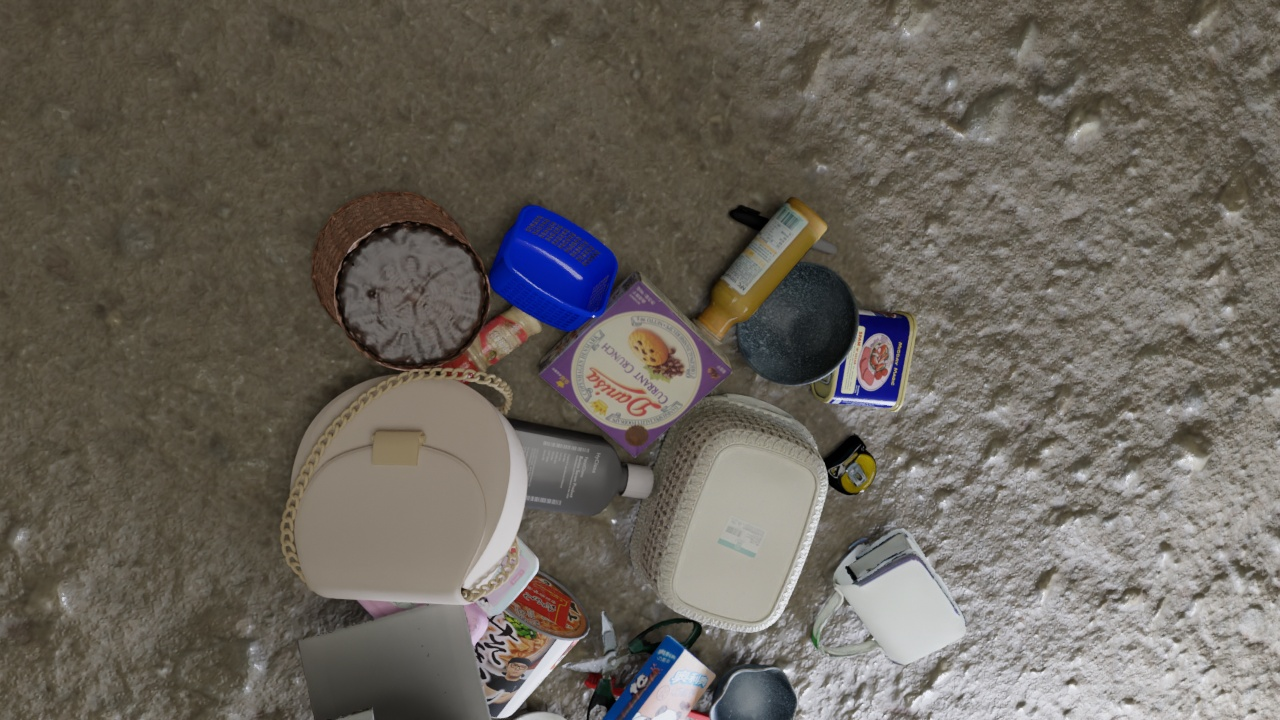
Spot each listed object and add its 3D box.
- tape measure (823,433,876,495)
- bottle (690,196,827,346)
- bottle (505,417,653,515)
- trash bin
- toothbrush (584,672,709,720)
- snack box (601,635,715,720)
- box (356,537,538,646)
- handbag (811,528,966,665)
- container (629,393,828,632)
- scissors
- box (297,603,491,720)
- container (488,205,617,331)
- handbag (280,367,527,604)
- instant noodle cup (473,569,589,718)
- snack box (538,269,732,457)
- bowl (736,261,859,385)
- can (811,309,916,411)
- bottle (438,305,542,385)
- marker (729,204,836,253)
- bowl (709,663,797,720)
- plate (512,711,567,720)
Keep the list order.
[{"bbox_3d":[0.250,0.129,1.088,0.061,0.034,0.061,-42,112,-5],"label":"tape measure"},{"bbox_3d":[0.120,-0.088,0.985,0.053,0.053,0.186,38,98,-21],"label":"bottle"},{"bbox_3d":[-0.072,0.118,0.978,0.173,0.046,0.084,11,97,-19],"label":"bottle"},{"bbox_3d":[-0.213,-0.073,0.807,0.151,0.210,0.151,-3,101,-17],"label":"trash bin"},{"bbox_3d":[0.030,0.403,1.086,0.212,0.012,0.018,24,89,-20],"label":"toothbrush"},{"bbox_3d":[0.013,0.394,1.036,0.151,0.034,0.087,-50,134,-11],"label":"snack box"},{"bbox_3d":[-0.217,0.189,0.902,0.201,0.038,0.152,40,90,12],"label":"box"},{"bbox_3d":[0.287,0.303,1.127,0.176,0.074,0.151,-34,109,11],"label":"handbag"},{"bbox_3d":[0.099,0.168,0.991,0.184,0.143,0.246,17,95,-7],"label":"container"},{"bbox_3d":[-0.003,0.342,1.032,0.202,0.015,0.202,-22,123,-31],"label":"scissors"},{"bbox_3d":[-0.233,0.295,0.896,0.167,0.421,0.174,-15,123,1],"label":"box"},{"bbox_3d":[-0.089,-0.087,0.909,0.114,0.058,0.096,30,54,-21],"label":"container"},{"bbox_3d":[-0.215,0.121,0.864,0.211,0.103,0.208,0,70,10],"label":"handbag"},{"bbox_3d":[-0.137,0.297,0.963,0.123,0.123,0.122,28,100,-21],"label":"instant noodle cup"},{"bbox_3d":[-0.006,0.006,0.958,0.148,0.040,0.143,-43,111,14],"label":"snack box"},{"bbox_3d":[0.179,-0.035,1.010,0.057,0.137,0.137,21,95,-60],"label":"bowl"},{"bbox_3d":[0.254,-0.003,1.051,0.092,0.056,0.116,5,99,-17],"label":"can"},{"bbox_3d":[-0.152,-0.016,0.927,0.109,0.044,0.044,-37,109,-8],"label":"bottle"},{"bbox_3d":[0.160,-0.145,1.016,0.138,0.016,0.022,15,73,-21],"label":"marker"},{"bbox_3d":[0.128,0.404,1.094,0.110,0.055,0.110,-3,102,-16],"label":"bowl"},{"bbox_3d":[-0.122,0.440,1.038,0.104,0.026,0.104,-4,102,-18],"label":"plate"}]
